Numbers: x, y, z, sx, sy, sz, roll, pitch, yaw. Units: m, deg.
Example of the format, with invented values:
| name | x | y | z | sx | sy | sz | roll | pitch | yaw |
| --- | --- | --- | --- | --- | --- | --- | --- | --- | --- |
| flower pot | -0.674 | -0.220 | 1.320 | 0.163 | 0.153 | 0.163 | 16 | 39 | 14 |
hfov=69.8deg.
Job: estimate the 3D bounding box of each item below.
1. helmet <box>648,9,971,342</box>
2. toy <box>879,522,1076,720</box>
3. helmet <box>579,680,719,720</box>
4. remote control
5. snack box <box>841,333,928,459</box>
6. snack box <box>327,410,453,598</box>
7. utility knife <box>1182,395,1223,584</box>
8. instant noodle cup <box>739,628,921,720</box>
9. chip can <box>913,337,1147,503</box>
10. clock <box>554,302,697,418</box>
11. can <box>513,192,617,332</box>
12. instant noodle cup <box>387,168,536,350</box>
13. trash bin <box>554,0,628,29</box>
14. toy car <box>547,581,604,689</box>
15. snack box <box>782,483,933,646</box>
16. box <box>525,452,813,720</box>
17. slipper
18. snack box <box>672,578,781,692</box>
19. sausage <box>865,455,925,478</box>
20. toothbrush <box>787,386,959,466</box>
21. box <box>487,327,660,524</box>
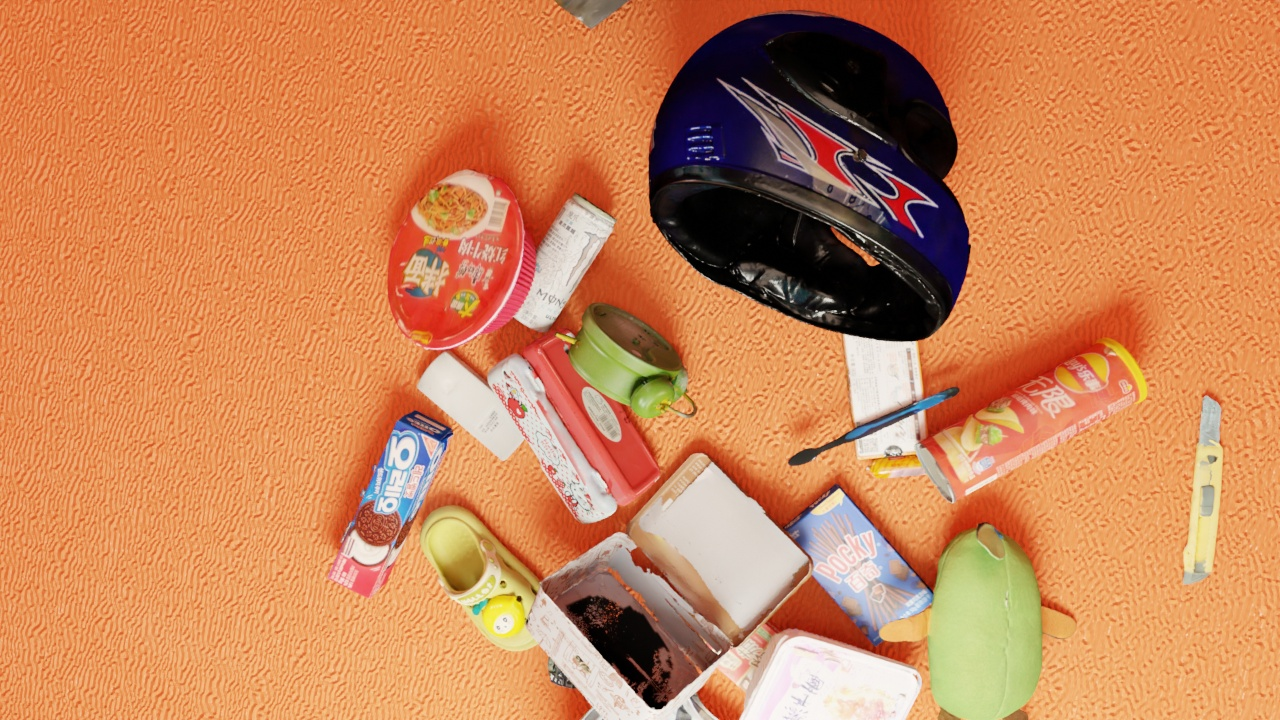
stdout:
| name | x | y | z | sx | sy | sz | roll | pitch | yaw |
| --- | --- | --- | --- | --- | --- | --- | --- | --- | --- |
| helmet | 0.170 | -0.184 | 0.850 | 0.315 | 0.248 | 0.240 | 26 | 72 | 3 |
| toy | 0.349 | 0.283 | 0.936 | 0.226 | 0.090 | 0.246 | 3 | 91 | -18 |
| helmet | 0.007 | 0.479 | 0.958 | 0.258 | 0.228 | 0.146 | 53 | 141 | 6 |
| remote control | -0.186 | 0.049 | 1.031 | 0.135 | 0.019 | 0.056 | 40 | 99 | 3 |
| snack box | 0.255 | 0.024 | 0.961 | 0.075 | 0.026 | 0.154 | -7 | 94 | 8 |
| snack box | -0.282 | 0.162 | 1.037 | 0.058 | 0.057 | 0.207 | 26 | 98 | 2 |
| utility knife | 0.572 | 0.133 | 0.932 | 0.031 | 0.020 | 0.195 | 2 | 91 | 2 |
| instant noodle cup | 0.189 | 0.349 | 0.960 | 0.173 | 0.060 | 0.138 | 21 | 100 | -15 |
| chip can | 0.385 | 0.061 | 0.910 | 0.216 | 0.073 | 0.073 | -31 | 90 | 3 |
| clock | -0.006 | 0.006 | 0.955 | 0.161 | 0.116 | 0.056 | 37 | 110 | 7 |
| can | -0.087 | -0.104 | 0.984 | 0.058 | 0.058 | 0.147 | 34 | 99 | 4 |
| instant noodle cup | -0.178 | -0.099 | 0.968 | 0.194 | 0.065 | 0.193 | -9 | 73 | 33 |
| trash bin | -0.027 | -0.464 | 0.887 | 0.220 | 0.198 | 0.199 | -39 | 87 | 17 |
| toy car | -0.070 | 0.307 | 1.030 | 0.054 | 0.037 | 0.120 | 7 | 86 | 8 |
| snack box | 0.231 | 0.218 | 0.981 | 0.084 | 0.026 | 0.157 | -42 | 88 | 9 |
| box | 0.030 | 0.244 | 0.959 | 0.271 | 0.131 | 0.179 | -39 | 67 | -18 |
| slipper | -0.181 | 0.248 | 1.019 | 0.092 | 0.081 | 0.190 | -42 | 85 | 12 |
| snack box | 0.107 | 0.307 | 1.007 | 0.153 | 0.025 | 0.075 | 40 | 99 | 3 |
| sausage | 0.320 | 0.107 | 0.961 | 0.165 | 0.021 | 0.021 | -6 | 94 | 8 |
| toothbrush | 0.240 | 0.068 | 0.948 | 0.190 | 0.016 | 0.014 | -25 | 83 | 8 |
| box | -0.080 | 0.075 | 0.995 | 0.102 | 0.095 | 0.201 | -32 | 91 | 37 |
